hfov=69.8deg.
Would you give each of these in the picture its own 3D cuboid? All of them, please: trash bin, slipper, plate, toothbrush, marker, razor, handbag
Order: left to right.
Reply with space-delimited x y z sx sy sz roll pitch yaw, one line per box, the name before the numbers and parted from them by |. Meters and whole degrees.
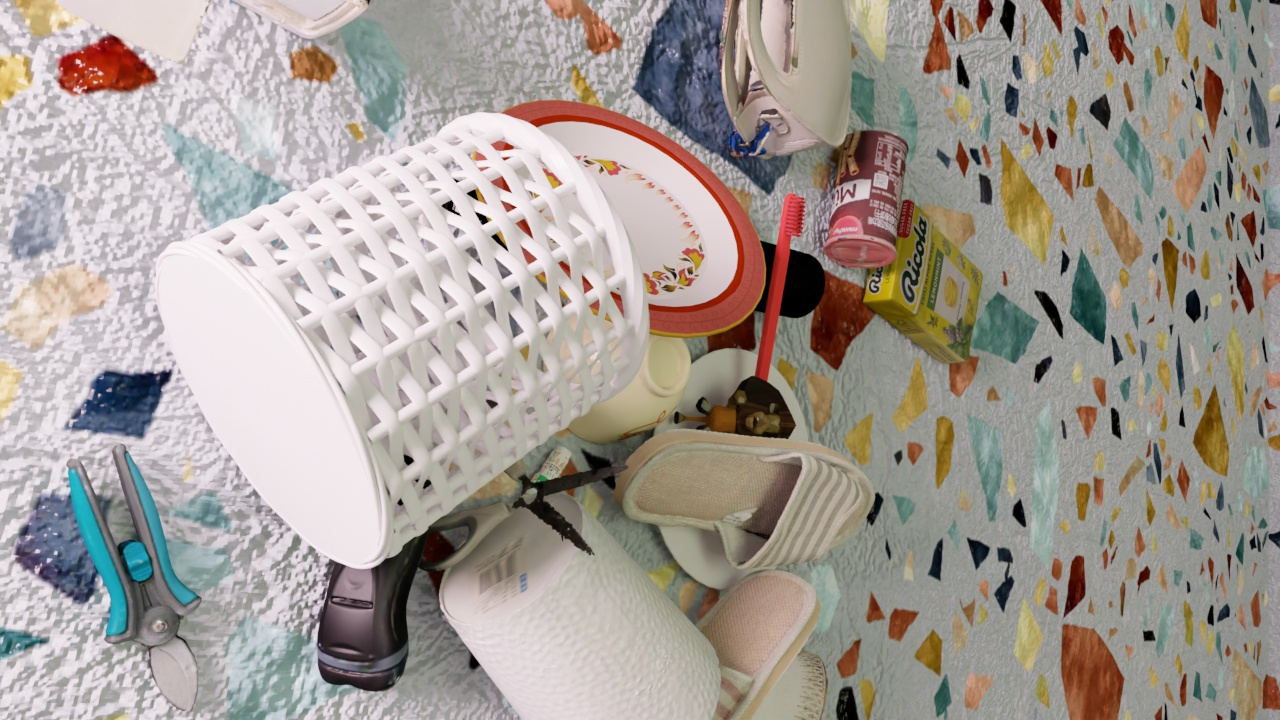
razor | -0.156 0.128 0.563 0.064 0.053 0.140 63 35 -65
marker | -0.091 0.120 0.643 0.017 0.017 0.145 50 57 -28
trash bin | -0.042 0.177 0.597 0.133 0.133 0.161 -52 124 -32
plate | -0.013 -0.102 0.660 0.229 0.021 0.229 18 45 -19
slipper | 0.035 0.235 0.688 0.262 0.115 0.052 -34 120 -33
plate | 0.080 0.094 0.803 0.208 0.015 0.208 4 84 -43
slipper | 0.097 0.114 0.743 0.272 0.054 0.114 19 109 -37
handbag | 0.110 -0.280 0.794 0.199 0.093 0.200 17 75 -59
toothbrush | 0.114 -0.033 0.774 0.012 0.018 0.213 -5 109 -40

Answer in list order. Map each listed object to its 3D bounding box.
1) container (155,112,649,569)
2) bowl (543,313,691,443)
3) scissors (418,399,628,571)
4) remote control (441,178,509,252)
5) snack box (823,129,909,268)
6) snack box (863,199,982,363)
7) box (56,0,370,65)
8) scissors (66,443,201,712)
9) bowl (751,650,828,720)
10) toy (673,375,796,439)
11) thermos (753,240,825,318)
container | -0.125 -0.016 0.504 0.186 0.190 0.189 -36 111 -37
bowl | -0.004 0.004 0.692 0.117 0.074 0.118 4 84 -43
scissors | -0.085 0.082 0.577 0.157 0.171 0.012 -39 134 9
remote control | -0.083 -0.089 0.669 0.140 0.009 0.030 24 71 -39
snack box | 0.227 -0.162 0.921 0.072 0.072 0.121 23 71 -39
snack box | 0.321 -0.081 1.019 0.180 0.045 0.121 30 68 -37
box | -0.203 -0.194 0.455 0.143 0.184 0.099 21 80 -38
scissors | -0.267 0.118 0.479 0.139 0.019 0.135 30 70 -39
bowl | 0.090 0.295 0.753 0.144 0.063 0.145 -22 120 -45
toy | 0.077 0.050 0.754 0.100 0.063 0.076 5 87 -23
thermos | 0.061 -0.079 0.767 0.231 0.061 0.061 7 82 -42
